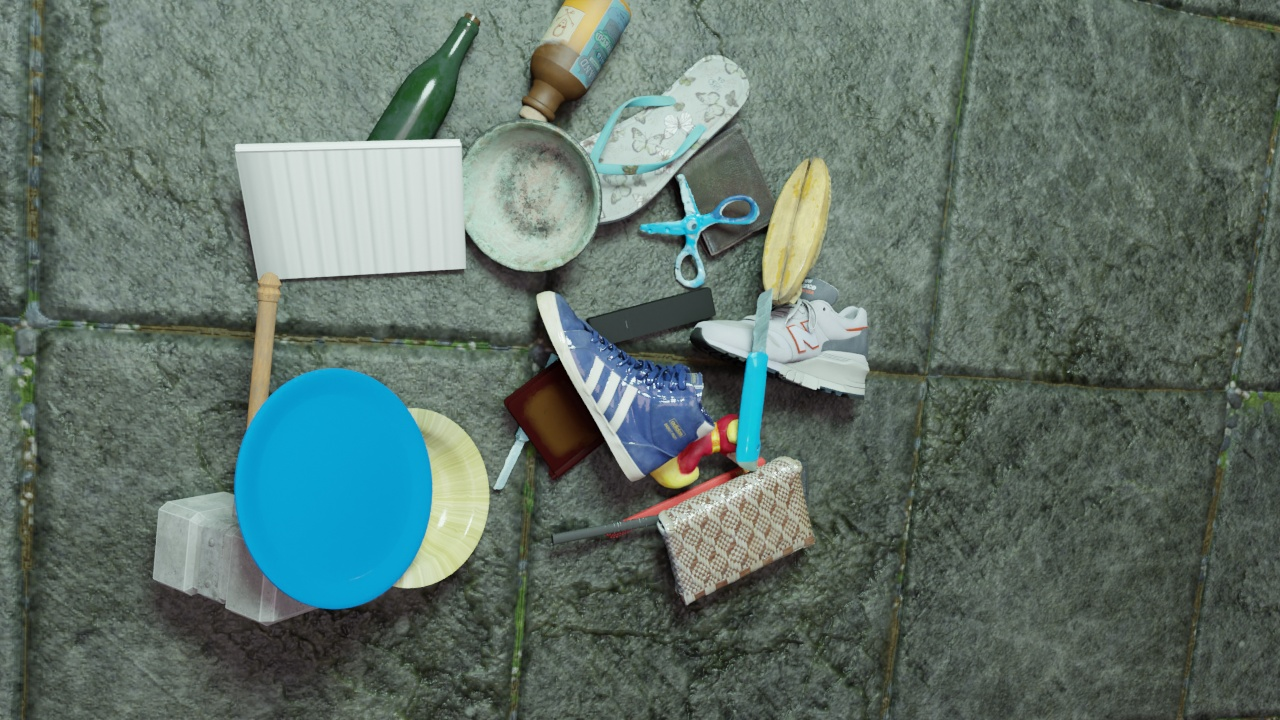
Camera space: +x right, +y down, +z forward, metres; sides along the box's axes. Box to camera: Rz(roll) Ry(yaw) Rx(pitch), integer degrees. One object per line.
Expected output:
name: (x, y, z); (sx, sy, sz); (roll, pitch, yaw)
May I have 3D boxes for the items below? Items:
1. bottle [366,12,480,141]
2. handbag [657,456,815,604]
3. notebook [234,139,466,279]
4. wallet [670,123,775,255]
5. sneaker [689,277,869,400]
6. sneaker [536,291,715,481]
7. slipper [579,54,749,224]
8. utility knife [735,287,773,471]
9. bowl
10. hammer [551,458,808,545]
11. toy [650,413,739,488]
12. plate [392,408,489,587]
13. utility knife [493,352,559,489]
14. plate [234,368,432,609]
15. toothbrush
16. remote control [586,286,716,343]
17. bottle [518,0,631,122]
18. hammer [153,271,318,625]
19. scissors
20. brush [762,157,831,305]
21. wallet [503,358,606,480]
bottle: (-0.214, -0.277, 0.938); (0.055, 0.055, 0.174); (31, 87, -17)
handbag: (0.113, 0.195, 1.073); (0.185, 0.047, 0.124); (-22, 116, -14)
notebook: (-0.284, -0.151, 0.924); (0.209, 0.009, 0.143); (-5, 125, -14)
wallet: (0.094, -0.194, 1.051); (0.099, 0.031, 0.120); (-31, 107, -7)
sneaker: (0.176, -0.039, 1.071); (0.239, 0.089, 0.124); (19, 87, -26)
sneaker: (-0.006, 0.007, 0.991); (0.118, 0.091, 0.233); (-25, 99, 8)
slipper: (0.014, -0.238, 0.994); (0.268, 0.055, 0.098); (-37, 87, -8)
utility knife: (0.127, 0.025, 1.006); (0.031, 0.015, 0.222); (-4, 116, -19)
bowl: (-0.113, -0.173, 0.964); (0.157, 0.038, 0.157); (3, 108, 10)
hammer: (0.054, 0.188, 1.082); (0.324, 0.015, 0.095); (-7, 103, -19)
toy: (0.064, 0.092, 1.068); (0.137, 0.067, 0.105); (-10, 98, -2)
plate: (-0.247, 0.144, 0.969); (0.184, 0.036, 0.184); (10, 76, -44)
utility knife: (-0.125, 0.071, 1.029); (0.022, 0.015, 0.166); (26, 88, -17)
plate: (-0.288, 0.120, 0.871); (0.224, 0.024, 0.224); (21, 65, -53)
toothbrush: (0.057, 0.163, 1.092); (0.212, 0.018, 0.012); (-23, 103, -12)
remote control: (0.013, -0.050, 1.054); (0.150, 0.013, 0.034); (-15, 103, -13)
bottle: (-0.076, -0.316, 0.965); (0.068, 0.068, 0.157); (31, 88, -17)
hammer: (-0.371, 0.074, 0.884); (0.163, 0.082, 0.318); (10, 96, 26)
scissors: (0.070, -0.148, 1.034); (0.140, 0.011, 0.134); (-13, 113, 7)
brush: (0.179, -0.145, 1.040); (0.043, 0.059, 0.195); (52, 51, -54)
wallet: (-0.090, 0.066, 1.029); (0.091, 0.018, 0.115); (-37, 116, -12)
